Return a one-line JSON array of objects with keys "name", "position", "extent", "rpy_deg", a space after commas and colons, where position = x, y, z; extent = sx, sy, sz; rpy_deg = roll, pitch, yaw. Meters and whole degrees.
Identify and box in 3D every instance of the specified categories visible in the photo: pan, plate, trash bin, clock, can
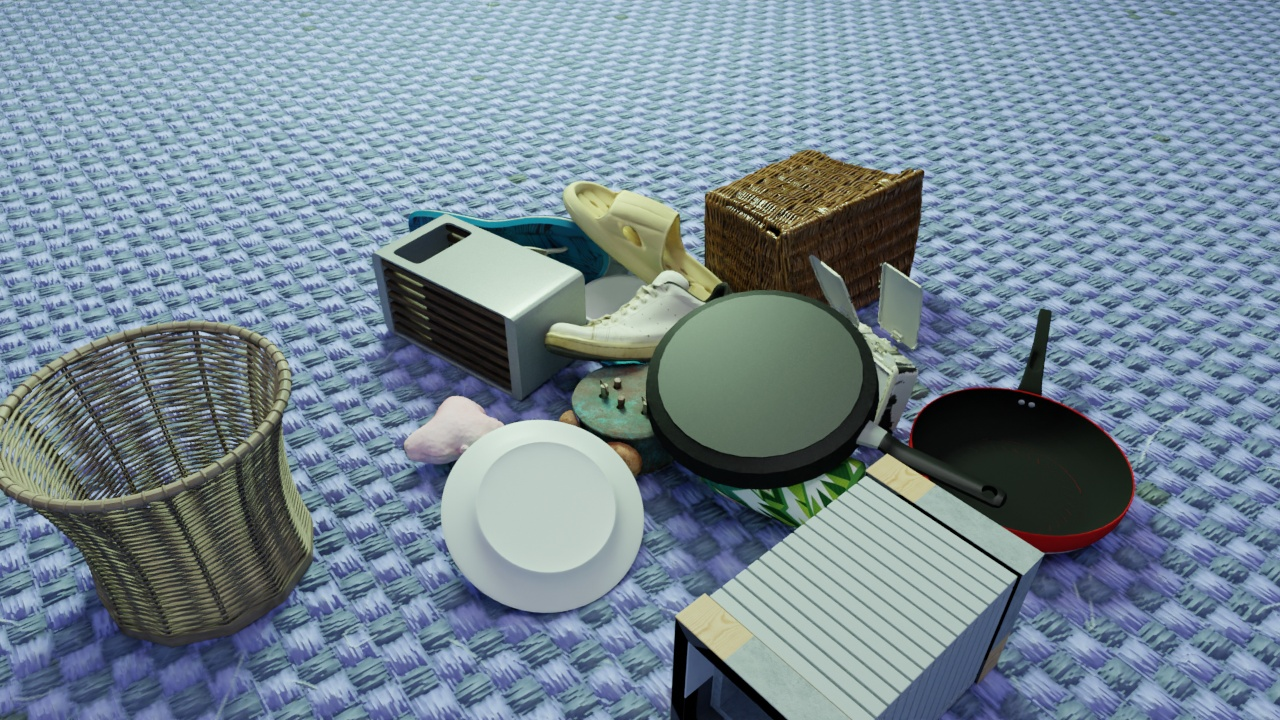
[{"name": "pan", "position": [0.168, 0.045, 0.857], "extent": [0.357, 0.034, 0.224], "rpy_deg": [26, 61, 28]}, {"name": "plate", "position": [-0.087, 0.136, 0.847], "extent": [0.188, 0.016, 0.188], "rpy_deg": [6, 59, -11]}, {"name": "pan", "position": [0.402, 0.063, 0.963], "extent": [0.209, 0.067, 0.354], "rpy_deg": [16, 41, 18]}, {"name": "trash bin", "position": [0.163, 0.217, 0.706], "extent": [0.246, 0.143, 0.142], "rpy_deg": [-29, 47, -32]}, {"name": "clock", "position": [-0.021, 0.065, 0.954], "extent": [0.121, 0.073, 0.157], "rpy_deg": [29, 47, 31]}, {"name": "trash bin", "position": [-0.189, -0.068, 1.085], "extent": [0.229, 0.115, 0.114], "rpy_deg": [25, 45, 28]}, {"name": "can", "position": [0.137, 0.112, 0.886], "extent": [0.144, 0.083, 0.082], "rpy_deg": [21, 43, 24]}]

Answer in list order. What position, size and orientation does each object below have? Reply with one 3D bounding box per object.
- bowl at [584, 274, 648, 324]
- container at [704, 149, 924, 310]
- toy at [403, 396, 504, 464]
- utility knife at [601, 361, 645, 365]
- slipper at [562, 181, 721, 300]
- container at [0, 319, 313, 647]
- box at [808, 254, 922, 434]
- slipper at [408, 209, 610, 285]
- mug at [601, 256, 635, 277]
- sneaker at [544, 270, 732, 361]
[{"name": "bowl", "position": [-0.025, -0.059, 1.134], "extent": [0.110, 0.041, 0.109], "rpy_deg": [-1, 39, 1]}, {"name": "container", "position": [0.210, -0.162, 1.178], "extent": [0.249, 0.162, 0.183], "rpy_deg": [-26, 40, -29]}, {"name": "toy", "position": [-0.187, 0.074, 0.958], "extent": [0.093, 0.050, 0.102], "rpy_deg": [9, 36, 16]}, {"name": "utility knife", "position": [-0.006, 0.006, 1.075], "extent": [0.118, 0.015, 0.022], "rpy_deg": [18, 35, 24]}, {"name": "slipper", "position": [0.027, -0.146, 1.119], "extent": [0.261, 0.079, 0.111], "rpy_deg": [40, 29, -9]}, {"name": "container", "position": [-0.400, 0.109, 0.794], "extent": [0.227, 0.196, 0.226], "rpy_deg": [0, 39, 0]}, {"name": "box", "position": [0.227, -0.019, 0.971], "extent": [0.065, 0.186, 0.145], "rpy_deg": [-18, 36, -17]}, {"name": "slipper", "position": [-0.178, -0.135, 1.180], "extent": [0.295, 0.118, 0.060], "rpy_deg": [10, 53, 20]}, {"name": "mug", "position": [-0.034, -0.141, 1.201], "extent": [0.115, 0.095, 0.067], "rpy_deg": [30, 41, 0]}, {"name": "sneaker", "position": [0.011, -0.050, 1.036], "extent": [0.241, 0.102, 0.089], "rpy_deg": [-2, 1, -23]}]
